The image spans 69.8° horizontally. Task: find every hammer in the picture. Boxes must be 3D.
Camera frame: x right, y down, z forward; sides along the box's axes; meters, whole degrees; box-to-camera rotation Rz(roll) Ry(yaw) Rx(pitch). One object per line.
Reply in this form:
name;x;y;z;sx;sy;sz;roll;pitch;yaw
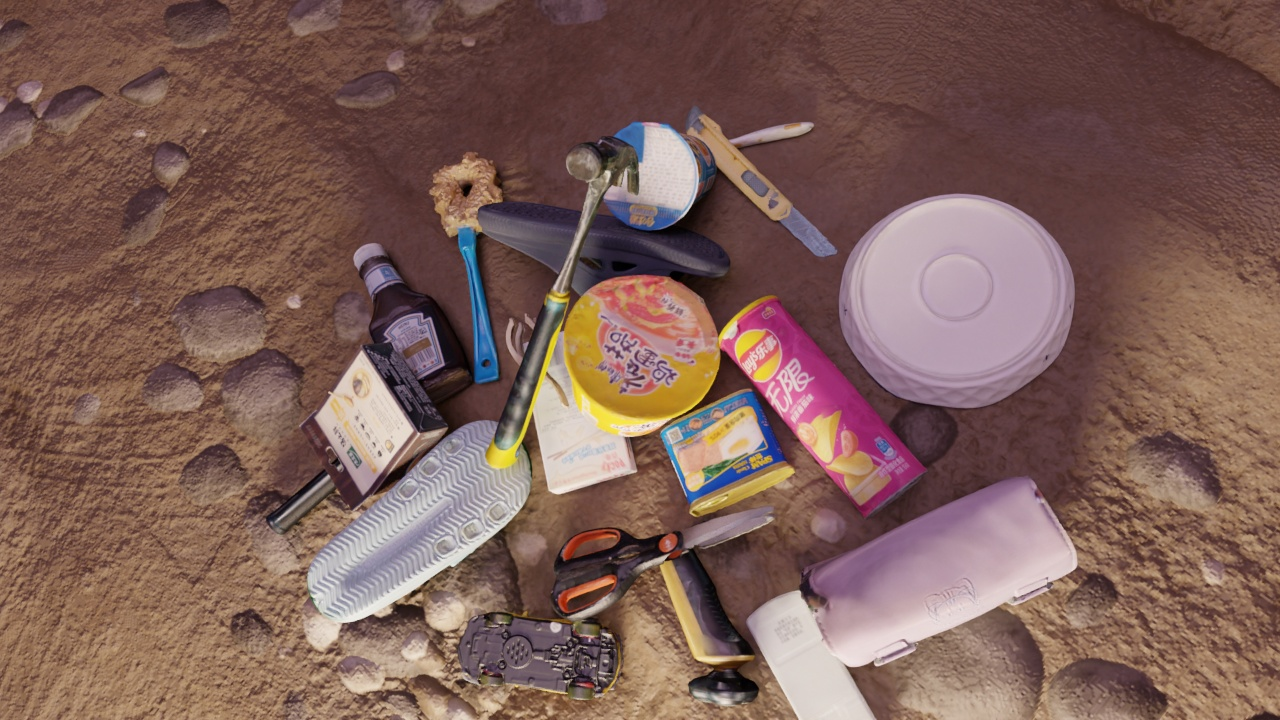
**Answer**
hammer;-0.075;-0.045;0.817;0.032;0.125;0.324;27;114;11

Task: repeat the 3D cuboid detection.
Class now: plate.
plate;0.284;-0.060;0.830;0.205;0.045;0.204;-4;75;14

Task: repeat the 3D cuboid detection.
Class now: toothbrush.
toothbrush;0.081;-0.223;0.941;0.191;0.016;0.018;-10;66;14
toothbrush;-0.301;0.106;0.961;0.212;0.026;0.027;-40;58;0

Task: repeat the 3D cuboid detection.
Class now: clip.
clip;-0.103;0.004;0.899;0.072;0.034;0.100;-15;77;11

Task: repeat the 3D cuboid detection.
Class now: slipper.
slipper;-0.207;0.161;0.894;0.245;0.074;0.104;-38;76;-14
slipper;-0.040;-0.101;0.911;0.268;0.110;0.083;14;110;20

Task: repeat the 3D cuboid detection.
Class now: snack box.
snack box;-0.265;0.065;0.909;0.126;0.053;0.113;-48;69;29
snack box;-0.063;0.046;0.909;0.085;0.027;0.156;-17;73;11

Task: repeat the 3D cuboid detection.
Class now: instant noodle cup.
instant noodle cup;0.026;-0.181;0.886;0.099;0.109;0.099;6;106;21
instant noodle cup;-0.005;0.005;0.843;0.138;0.110;0.138;2;70;-7

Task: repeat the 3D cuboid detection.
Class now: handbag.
handbag;0.233;0.170;0.737;0.197;0.145;0.098;-27;69;9

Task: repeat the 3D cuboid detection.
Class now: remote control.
remote control;0.151;0.277;0.798;0.058;0.021;0.150;-31;71;6

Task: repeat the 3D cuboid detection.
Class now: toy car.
toy car;-0.094;0.271;0.855;0.156;0.041;0.071;2;77;12

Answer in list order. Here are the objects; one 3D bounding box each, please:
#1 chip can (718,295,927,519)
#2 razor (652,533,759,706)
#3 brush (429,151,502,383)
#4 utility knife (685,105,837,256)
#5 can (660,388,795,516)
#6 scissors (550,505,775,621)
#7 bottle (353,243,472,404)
chip can;0.161;0.039;0.826;0.071;0.071;0.210;-40;71;3
razor;0.051;0.230;0.823;0.068;0.062;0.167;-33;65;17
brush;-0.175;-0.100;0.973;0.083;0.046;0.254;-10;78;9
utility knife;0.116;-0.175;0.914;0.210;0.022;0.031;46;103;8
can;0.079;0.085;0.846;0.102;0.057;0.083;-25;69;8
scissors;0.014;0.157;0.828;0.235;0.022;0.141;-36;35;6
bottle;-0.250;-0.043;0.971;0.080;0.044;0.195;-30;67;-9
